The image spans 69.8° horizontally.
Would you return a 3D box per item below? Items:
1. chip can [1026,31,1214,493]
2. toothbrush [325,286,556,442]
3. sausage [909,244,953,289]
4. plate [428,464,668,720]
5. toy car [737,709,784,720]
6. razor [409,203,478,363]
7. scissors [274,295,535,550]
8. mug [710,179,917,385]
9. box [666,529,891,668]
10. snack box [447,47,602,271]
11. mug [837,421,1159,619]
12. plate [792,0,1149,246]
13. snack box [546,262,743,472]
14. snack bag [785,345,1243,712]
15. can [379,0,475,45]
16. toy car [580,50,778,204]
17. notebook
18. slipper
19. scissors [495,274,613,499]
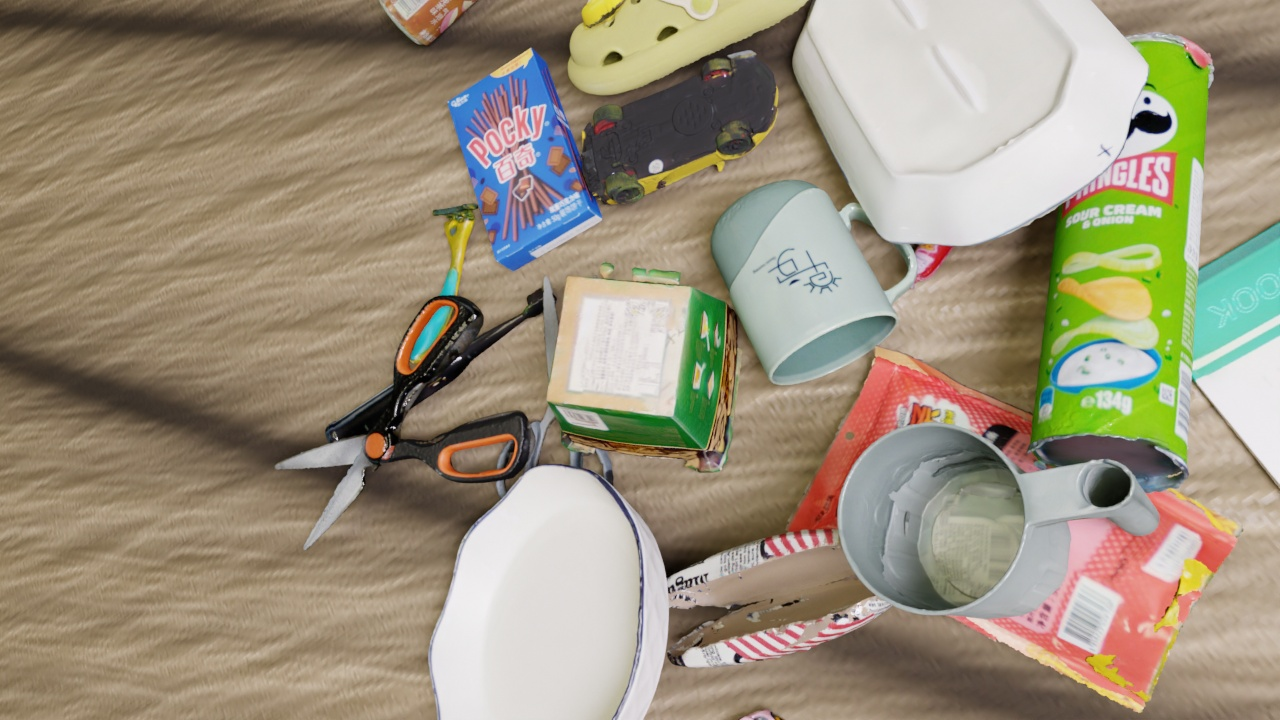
[{"bbox_3d":[0.251,-0.054,0.475,0.072,0.072,0.235,5,68,26],"label":"chip can"},{"bbox_3d":[-0.152,0.006,0.701,0.213,0.026,0.027,-33,46,11],"label":"toothbrush"},{"bbox_3d":[0.209,-0.110,0.565,0.020,0.020,0.156,37,95,27],"label":"sausage"},{"bbox_3d":[-0.057,0.168,0.571,0.205,0.045,0.204,-26,52,38],"label":"plate"},{"bbox_3d":[0.093,0.256,0.523,0.122,0.037,0.056,39,94,28],"label":"toy car"},{"bbox_3d":[-0.155,-0.059,0.715,0.043,0.028,0.132,1,73,39],"label":"razor"},{"bbox_3d":[-0.175,0.048,0.680,0.221,0.021,0.223,8,84,24],"label":"scissors"},{"bbox_3d":[0.109,-0.056,0.566,0.112,0.082,0.106,-24,68,5],"label":"mug"},{"bbox_3d":[0.072,0.123,0.522,0.164,0.074,0.079,-36,73,46],"label":"box"},{"bbox_3d":[-0.092,-0.157,0.711,0.085,0.026,0.157,-27,68,18],"label":"snack box"},{"bbox_3d":[0.169,0.076,0.427,0.124,0.103,0.083,-16,65,31],"label":"mug"},{"bbox_3d":[0.174,-0.182,0.542,0.162,0.034,0.265,-32,48,23],"label":"plate"},{"bbox_3d":[-0.003,0.003,0.577,0.118,0.105,0.117,6,80,15],"label":"snack box"},{"bbox_3d":[0.194,0.087,0.504,0.208,0.073,0.128,27,92,32],"label":"snack bag"},{"bbox_3d":[-0.146,-0.330,0.759,0.147,0.058,0.058,-38,65,12],"label":"can"},{"bbox_3d":[0.026,-0.159,0.648,0.156,0.041,0.071,-19,71,22],"label":"toy car"},{"bbox_3d":[0.395,-0.026,0.464,0.209,0.012,0.150,-34,66,15],"label":"notebook"},{"bbox_3d":[0.027,-0.252,0.632,0.191,0.081,0.091,-13,33,26],"label":"slipper"},{"bbox_3d":[-0.057,0.030,0.653,0.159,0.014,0.172,-44,66,12],"label":"scissors"}]
